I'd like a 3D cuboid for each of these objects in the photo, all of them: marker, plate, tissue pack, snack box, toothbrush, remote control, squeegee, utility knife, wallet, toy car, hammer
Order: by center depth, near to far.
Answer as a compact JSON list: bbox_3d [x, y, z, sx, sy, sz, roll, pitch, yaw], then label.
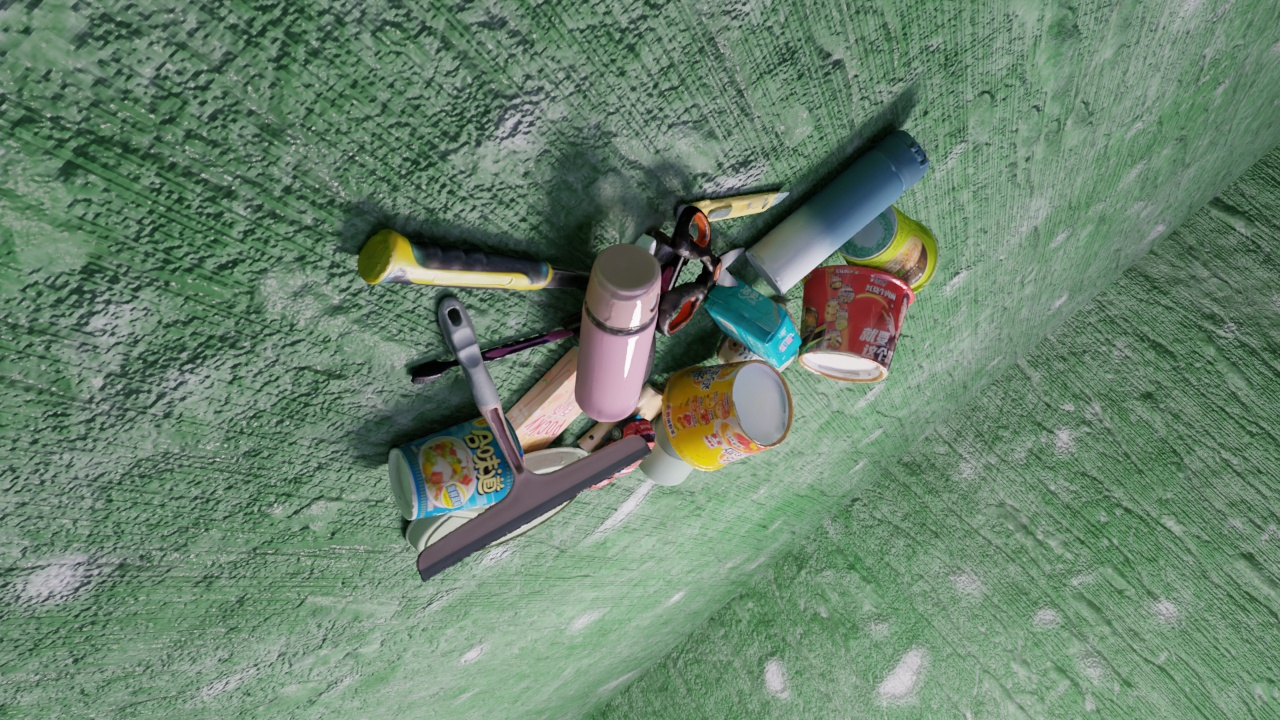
[{"bbox_3d":[-0.095,-0.068,0.759,0.126,0.032,0.322,-51,155,24],"label":"hammer"},{"bbox_3d":[-0.131,0.043,0.814,0.247,0.040,0.250,-27,126,-14],"label":"squeegee"},{"bbox_3d":[-0.129,-0.007,0.847,0.188,0.014,0.018,-19,160,-40],"label":"toothbrush"},{"bbox_3d":[0.091,-0.153,0.906,0.165,0.018,0.031,-23,158,-43],"label":"utility knife"},{"bbox_3d":[0.028,-0.078,0.936,0.022,0.020,0.132,10,138,-12],"label":"marker"},{"bbox_3d":[-0.098,0.051,0.982,0.157,0.026,0.084,-45,156,14],"label":"snack box"},{"bbox_3d":[-0.006,0.006,1.037,0.053,0.024,0.137,-30,156,-23],"label":"remote control"},{"bbox_3d":[0.133,-0.043,1.064,0.050,0.093,0.133,-54,158,-3],"label":"tissue pack"},{"bbox_3d":[-0.159,0.171,1.066,0.230,0.027,0.230,-23,158,-10],"label":"plate"},{"bbox_3d":[-0.029,0.120,1.138,0.052,0.045,0.121,0,140,-51],"label":"toy car"},{"bbox_3d":[-0.018,0.077,1.156,0.115,0.024,0.087,-42,152,7],"label":"wallet"}]

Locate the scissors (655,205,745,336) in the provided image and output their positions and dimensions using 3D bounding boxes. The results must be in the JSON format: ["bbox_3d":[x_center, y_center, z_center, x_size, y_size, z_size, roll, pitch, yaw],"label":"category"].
[{"bbox_3d":[0.070,-0.099,0.898,0.228,0.022,0.190,-53,152,-43],"label":"scissors"}]

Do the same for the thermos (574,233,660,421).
[{"bbox_3d":[-0.019,-0.029,0.832,0.199,0.067,0.087,101,14,-54],"label":"thermos"}]

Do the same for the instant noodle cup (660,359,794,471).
[{"bbox_3d":[0.113,0.062,1.131,0.137,0.138,0.110,-17,179,-41],"label":"instant noodle cup"}]

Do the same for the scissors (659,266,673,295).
[{"bbox_3d":[0.010,-0.056,0.906,0.133,0.017,0.056,143,-28,-76],"label":"scissors"}]

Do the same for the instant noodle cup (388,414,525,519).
[{"bbox_3d":[-0.180,0.105,0.886,0.109,0.099,0.099,-12,147,-31],"label":"instant noodle cup"}]

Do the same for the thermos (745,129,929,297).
[{"bbox_3d":[0.218,-0.164,1.006,0.220,0.070,0.070,-40,157,1],"label":"thermos"}]

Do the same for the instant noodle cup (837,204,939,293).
[{"bbox_3d":[0.291,-0.140,1.115,0.112,0.111,0.123,-45,149,15],"label":"instant noodle cup"}]

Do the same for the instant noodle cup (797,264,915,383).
[{"bbox_3d":[0.256,-0.040,1.115,0.138,0.138,0.108,55,46,-67],"label":"instant noodle cup"}]

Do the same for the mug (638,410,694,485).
[{"bbox_3d":[0.055,0.096,1.233,0.107,0.082,0.111,-60,-179,43],"label":"mug"}]

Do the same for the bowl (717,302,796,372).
[{"bbox_3d":[0.164,-0.016,1.203,0.113,0.062,0.114,-33,157,-17],"label":"bowl"}]
